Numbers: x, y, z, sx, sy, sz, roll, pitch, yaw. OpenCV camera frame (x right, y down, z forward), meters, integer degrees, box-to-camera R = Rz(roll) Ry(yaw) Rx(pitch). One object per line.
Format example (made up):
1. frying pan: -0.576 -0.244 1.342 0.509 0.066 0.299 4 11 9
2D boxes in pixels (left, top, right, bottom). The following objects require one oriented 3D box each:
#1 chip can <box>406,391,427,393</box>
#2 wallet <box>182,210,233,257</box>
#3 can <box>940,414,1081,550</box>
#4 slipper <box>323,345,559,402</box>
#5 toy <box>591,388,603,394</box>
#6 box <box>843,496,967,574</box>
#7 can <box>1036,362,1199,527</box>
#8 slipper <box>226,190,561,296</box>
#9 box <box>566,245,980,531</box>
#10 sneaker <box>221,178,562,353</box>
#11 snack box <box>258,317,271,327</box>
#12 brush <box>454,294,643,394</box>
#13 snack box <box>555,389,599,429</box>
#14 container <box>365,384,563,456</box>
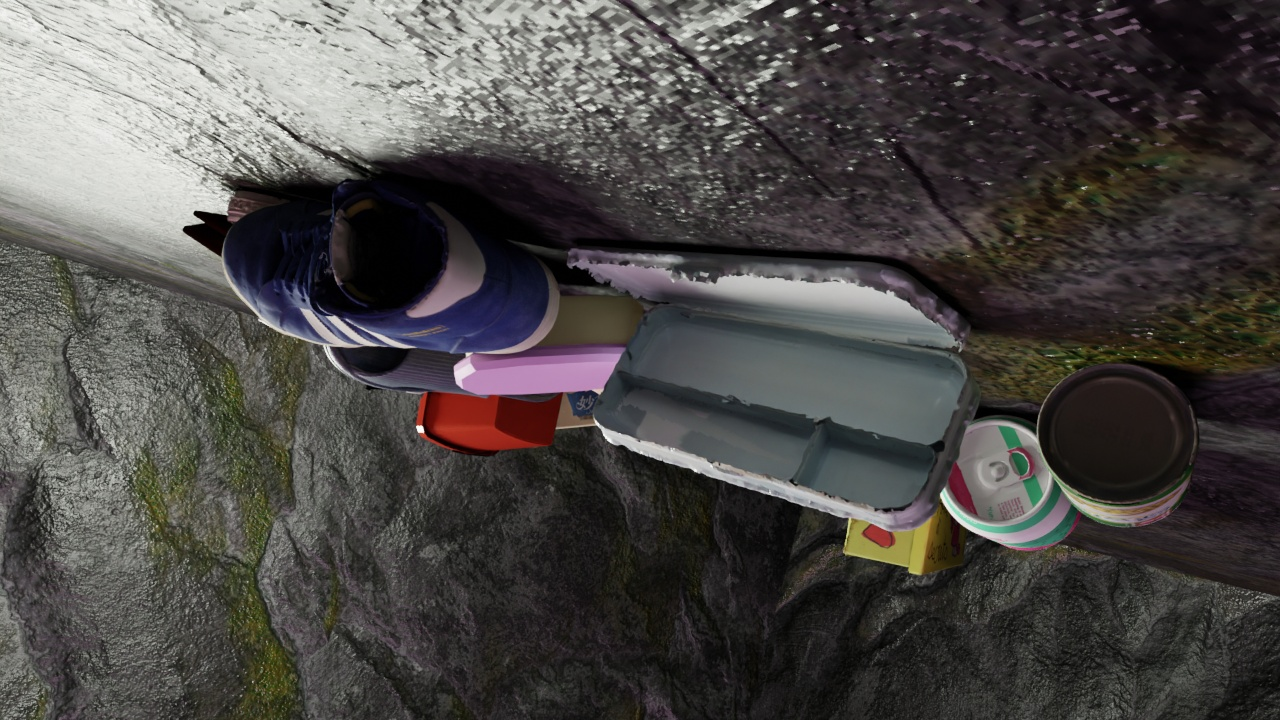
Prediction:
1. chip can: -0.223 -0.021 0.868 0.051 0.052 0.215 18 -173 -23
2. wallet: -0.273 -0.079 0.676 0.091 0.018 0.115 35 -175 -10
3. can: 0.282 0.095 0.696 0.088 0.088 0.165 12 173 32
4. slipper: -0.130 -0.017 0.753 0.083 0.101 0.263 2 172 37
5. toy: -0.005 0.005 0.799 0.196 0.065 0.264 25 179 -6
6. box: 0.273 0.142 0.910 0.083 0.124 0.220 8 173 26
7. can: 0.242 0.046 0.464 0.067 0.067 0.121 12 173 31
8. slipper: -0.173 -0.056 0.621 0.239 0.064 0.094 16 174 8
9. box: 0.051 0.011 0.466 0.211 0.105 0.130 9 168 44
10. sneaker: -0.173 -0.053 0.509 0.233 0.091 0.118 13 178 17
11. snack box: -0.265 -0.054 0.786 0.093 0.079 0.095 17 173 -15
12. brush: -0.006 -0.011 0.601 0.228 0.043 0.089 -3 166 -9
13. snack box: -0.085 0.051 1.157 0.153 0.055 0.208 -4 180 -20
14. container: -0.188 0.028 1.013 0.201 0.148 0.127 -1 163 40
